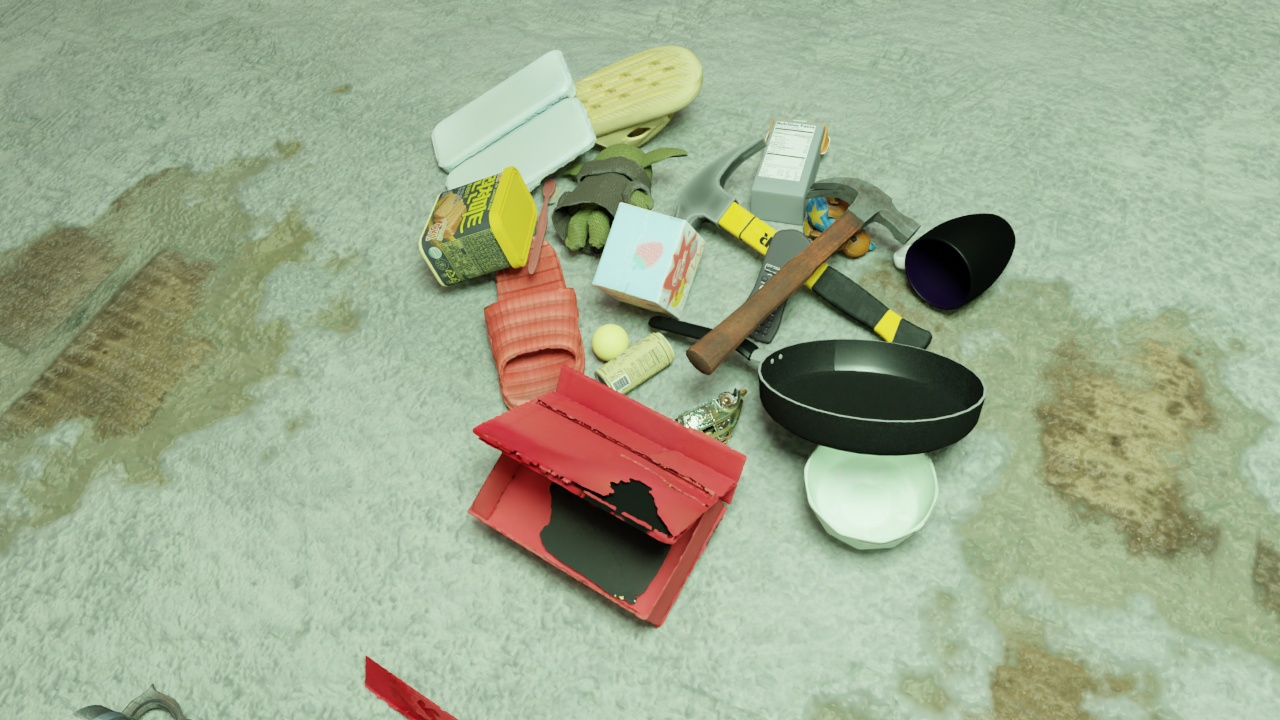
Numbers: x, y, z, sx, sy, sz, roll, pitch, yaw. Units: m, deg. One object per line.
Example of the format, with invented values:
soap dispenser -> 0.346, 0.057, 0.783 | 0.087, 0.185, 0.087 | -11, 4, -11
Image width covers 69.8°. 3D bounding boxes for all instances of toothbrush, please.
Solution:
toothbrush -> -0.115, -0.157, 1.077 | 0.015, 0.016, 0.184 | -5, 43, 9

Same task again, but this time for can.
can -> -0.184, -0.153, 1.051 | 0.101, 0.072, 0.130 | -15, 38, 15
can -> -0.006, 0.006, 0.962 | 0.079, 0.038, 0.038 | -33, 58, -14

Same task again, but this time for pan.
pan -> 0.152, 0.012, 0.897 | 0.356, 0.044, 0.203 | 16, 26, 35

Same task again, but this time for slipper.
slipper -> -0.120, -0.054, 1.007 | 0.103, 0.059, 0.248 | -11, 54, 1
slipper -> -0.033, -0.314, 1.162 | 0.262, 0.079, 0.111 | -13, 60, 23

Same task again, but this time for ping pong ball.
ping pong ball -> -0.032, -0.019, 0.981 | 0.040, 0.040, 0.040 | -4, 56, 6

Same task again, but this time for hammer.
hammer -> 0.174, -0.109, 0.994 | 0.324, 0.034, 0.170 | 39, 95, 21
hammer -> 0.153, -0.086, 0.917 | 0.111, 0.028, 0.299 | 43, 64, 12

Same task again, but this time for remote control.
remote control -> 0.142, -0.081, 0.978 | 0.046, 0.009, 0.124 | 25, 94, 20

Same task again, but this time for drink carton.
drink carton -> 0.175, -0.225, 1.085 | 0.076, 0.048, 0.124 | 11, 58, 15

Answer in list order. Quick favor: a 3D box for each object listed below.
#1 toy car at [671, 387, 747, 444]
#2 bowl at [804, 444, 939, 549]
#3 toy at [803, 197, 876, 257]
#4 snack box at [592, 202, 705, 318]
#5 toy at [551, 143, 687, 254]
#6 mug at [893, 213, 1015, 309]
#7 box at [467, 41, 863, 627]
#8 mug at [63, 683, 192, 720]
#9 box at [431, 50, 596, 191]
toy car -> 0.063, 0.067, 0.905 | 0.111, 0.047, 0.047 | -24, 75, -13
bowl -> 0.208, 0.123, 0.837 | 0.117, 0.061, 0.117 | -4, 55, 6
toy -> 0.240, -0.159, 1.042 | 0.102, 0.071, 0.090 | -18, 66, -32
snack box -> 0.011, -0.105, 0.981 | 0.079, 0.094, 0.093 | 18, 88, 20
toy -> -0.038, -0.189, 1.072 | 0.180, 0.078, 0.152 | -1, 47, 35
mug -> 0.333, -0.114, 0.977 | 0.100, 0.085, 0.119 | -31, 26, -27
box -> 0.017, -0.011, 0.820 | 0.215, 0.138, 0.468 | 27, 97, 23
mug -> -0.428, 0.337, 0.785 | 0.107, 0.080, 0.115 | 14, 31, 18
box -> -0.165, -0.283, 1.151 | 0.209, 0.037, 0.189 | -27, 54, 14
